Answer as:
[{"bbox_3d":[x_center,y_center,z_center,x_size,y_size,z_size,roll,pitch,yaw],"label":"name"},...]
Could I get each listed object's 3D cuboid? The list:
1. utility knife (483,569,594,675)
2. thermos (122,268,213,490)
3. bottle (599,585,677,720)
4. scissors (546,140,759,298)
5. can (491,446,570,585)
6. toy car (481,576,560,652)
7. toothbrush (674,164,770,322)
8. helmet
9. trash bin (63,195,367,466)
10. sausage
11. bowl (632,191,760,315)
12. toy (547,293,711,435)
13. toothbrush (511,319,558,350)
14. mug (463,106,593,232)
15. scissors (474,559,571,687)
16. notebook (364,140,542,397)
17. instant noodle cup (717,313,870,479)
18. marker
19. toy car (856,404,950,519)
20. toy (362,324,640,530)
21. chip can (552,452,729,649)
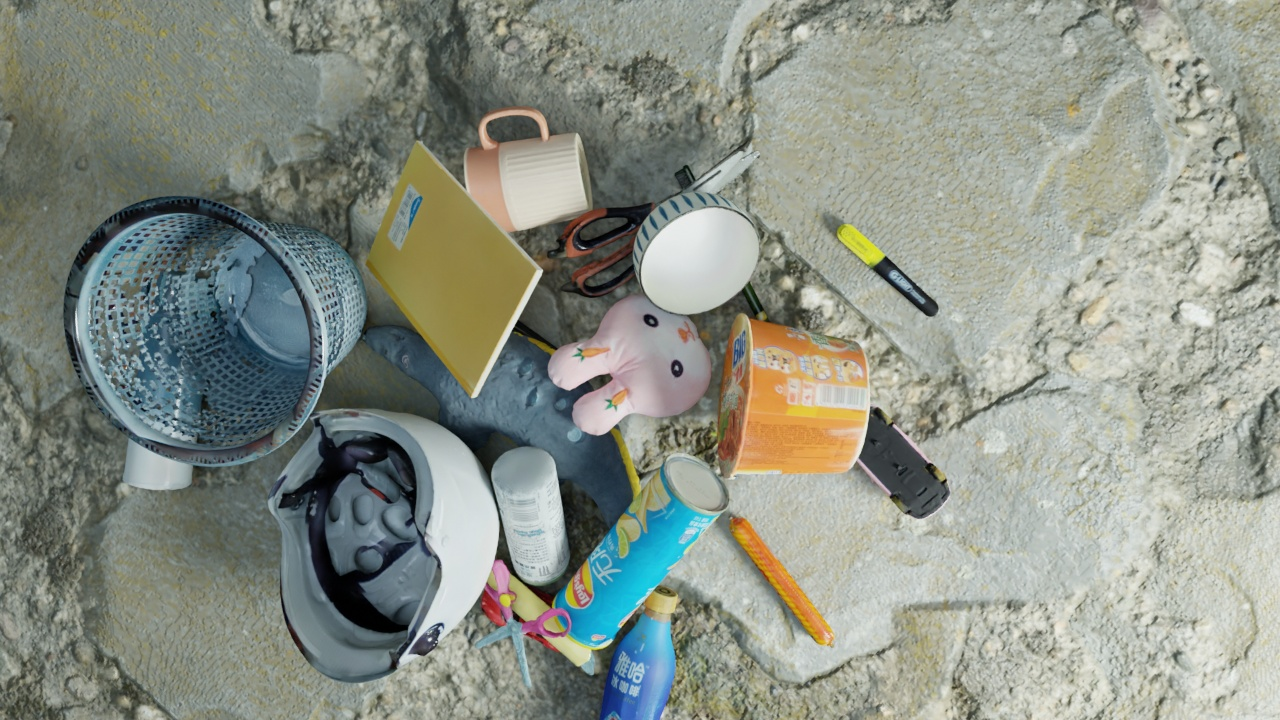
[{"bbox_3d":[-0.105,0.249,0.902,0.163,0.018,0.031,38,96,18],"label":"utility knife"},{"bbox_3d":[-0.478,0.018,0.931,0.070,0.070,0.220,10,96,5],"label":"thermos"},{"bbox_3d":[-0.006,0.329,0.906,0.065,0.065,0.219,14,96,5],"label":"bottle"},{"bbox_3d":[0.010,-0.142,0.858,0.193,0.015,0.207,6,125,-25],"label":"scissors"},{"bbox_3d":[-0.101,0.149,0.867,0.058,0.058,0.147,2,133,6],"label":"can"},{"bbox_3d":[-0.112,0.257,0.929,0.106,0.031,0.049,23,95,6],"label":"toy car"},{"bbox_3d":[0.082,-0.104,0.887,0.017,0.012,0.186,-27,92,13],"label":"toothbrush"},{"bbox_3d":[-0.227,0.165,0.867,0.229,0.145,0.259,33,114,30],"label":"helmet"},{"bbox_3d":[-0.355,-0.041,0.838,0.227,0.194,0.227,2,104,6],"label":"trash bin"},{"bbox_3d":[0.139,0.218,0.903,0.021,0.021,0.165,-38,90,8],"label":"sausage"},{"bbox_3d":[0.045,-0.107,0.846,0.116,0.066,0.117,-11,132,-13],"label":"bowl"},{"bbox_3d":[-0.005,0.005,0.855,0.159,0.054,0.121,-29,88,-29],"label":"toy"},{"bbox_3d":[-0.147,-0.049,0.909,0.212,0.026,0.027,30,114,3],"label":"toothbrush"},{"bbox_3d":[-0.106,-0.180,0.859,0.106,0.081,0.115,-9,118,5],"label":"mug"},{"bbox_3d":[-0.117,0.256,0.891,0.136,0.017,0.133,-8,98,30],"label":"scissors"},{"bbox_3d":[-0.180,-0.086,0.844,0.206,0.010,0.146,46,120,28],"label":"notebook"},{"bbox_3d":[0.136,0.037,0.831,0.111,0.151,0.151,5,95,-3],"label":"instant noodle cup"},{"bbox_3d":[0.235,-0.085,0.870,0.124,0.015,0.018,42,101,0],"label":"marker"},{"bbox_3d":[0.241,0.096,0.876,0.056,0.037,0.122,-42,77,5],"label":"toy car"},{"bbox_3d":[-0.116,0.047,0.889,0.356,0.091,0.138,34,125,4],"label":"toy"},{"bbox_3d":[-0.003,0.180,0.853,0.071,0.071,0.211,37,120,2],"label":"chip can"}]
